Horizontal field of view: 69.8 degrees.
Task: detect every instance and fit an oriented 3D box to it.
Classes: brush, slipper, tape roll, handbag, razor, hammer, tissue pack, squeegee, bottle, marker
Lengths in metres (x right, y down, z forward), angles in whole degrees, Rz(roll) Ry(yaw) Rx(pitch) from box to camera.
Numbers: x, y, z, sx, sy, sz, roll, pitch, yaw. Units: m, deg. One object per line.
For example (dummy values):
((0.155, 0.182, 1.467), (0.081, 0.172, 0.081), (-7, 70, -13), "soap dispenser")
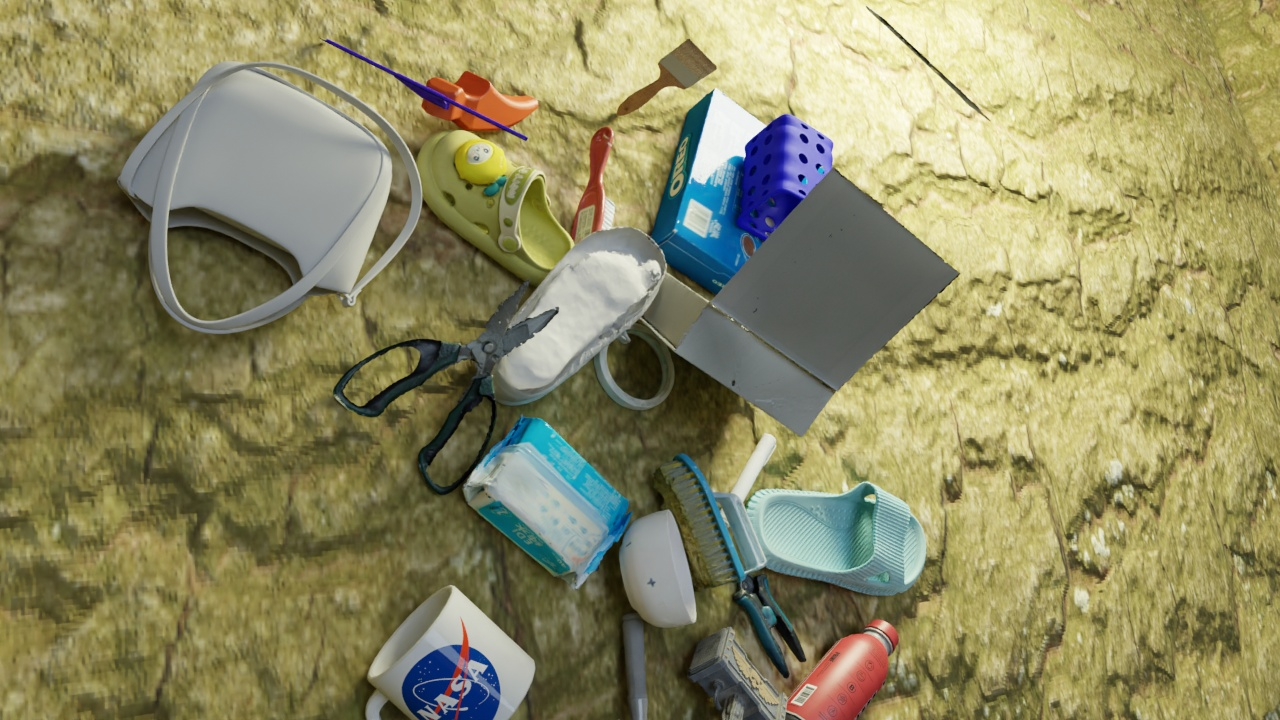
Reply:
((0.067, 0.155, 0.910), (0.075, 0.056, 0.136), (-18, 82, -31), "brush")
((0.019, -0.304, 1.012), (0.045, 0.143, 0.008), (37, 55, -28), "brush")
((0.230, 0.193, 1.007), (0.275, 0.070, 0.115), (14, 67, -30), "slipper")
((-0.006, 0.006, 0.951), (0.093, 0.013, 0.093), (15, 63, -31), "tape roll")
((-0.129, -0.150, 0.886), (0.190, 0.082, 0.091), (43, 55, -16), "slipper")
((-0.301, -0.117, 0.746), (0.215, 0.096, 0.222), (27, 63, -21), "handbag")
((-0.004, 0.285, 0.822), (0.088, 0.048, 0.116), (14, 56, -30), "razor")
((0.060, 0.351, 0.742), (0.098, 0.044, 0.321), (52, 23, -6), "hammer")
((-0.044, -0.176, 0.985), (0.030, 0.041, 0.172), (34, 54, -43), "brush")
((-0.081, 0.127, 0.816), (0.144, 0.062, 0.092), (44, 53, -10), "tissue pack")
((-0.163, -0.254, 0.906), (0.250, 0.055, 0.184), (30, 25, 21), "squeegee")
((0.207, 0.328, 0.936), (0.176, 0.062, 0.062), (-32, 91, -39), "bottle")
((-0.059, -0.044, 0.892), (0.112, 0.075, 0.246), (53, 56, -17), "slipper")
((0.113, 0.130, 0.980), (0.020, 0.017, 0.133), (48, 52, -15), "marker")

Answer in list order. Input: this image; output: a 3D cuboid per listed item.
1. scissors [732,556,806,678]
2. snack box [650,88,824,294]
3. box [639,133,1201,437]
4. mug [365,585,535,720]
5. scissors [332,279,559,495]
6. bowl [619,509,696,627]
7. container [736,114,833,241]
((0.121, 0.256, 0.933), (0.129, 0.019, 0.138), (24, 57, -25), "scissors")
((0.125, -0.181, 1.093), (0.195, 0.056, 0.238), (30, 55, -22), "snack box")
((0.180, -0.054, 0.790), (0.166, 0.508, 0.148), (33, 60, -22), "box")
((-0.155, 0.248, 0.705), (0.121, 0.091, 0.090), (-44, 101, -3), "mug")
((-0.141, 0.027, 0.788), (0.209, 0.015, 0.154), (-28, 97, -6), "scissors")
((0.013, 0.193, 0.841), (0.105, 0.054, 0.105), (-14, 89, -82), "bowl")
((0.165, -0.202, 1.038), (0.084, 0.085, 0.113), (24, 58, -27), "container")
